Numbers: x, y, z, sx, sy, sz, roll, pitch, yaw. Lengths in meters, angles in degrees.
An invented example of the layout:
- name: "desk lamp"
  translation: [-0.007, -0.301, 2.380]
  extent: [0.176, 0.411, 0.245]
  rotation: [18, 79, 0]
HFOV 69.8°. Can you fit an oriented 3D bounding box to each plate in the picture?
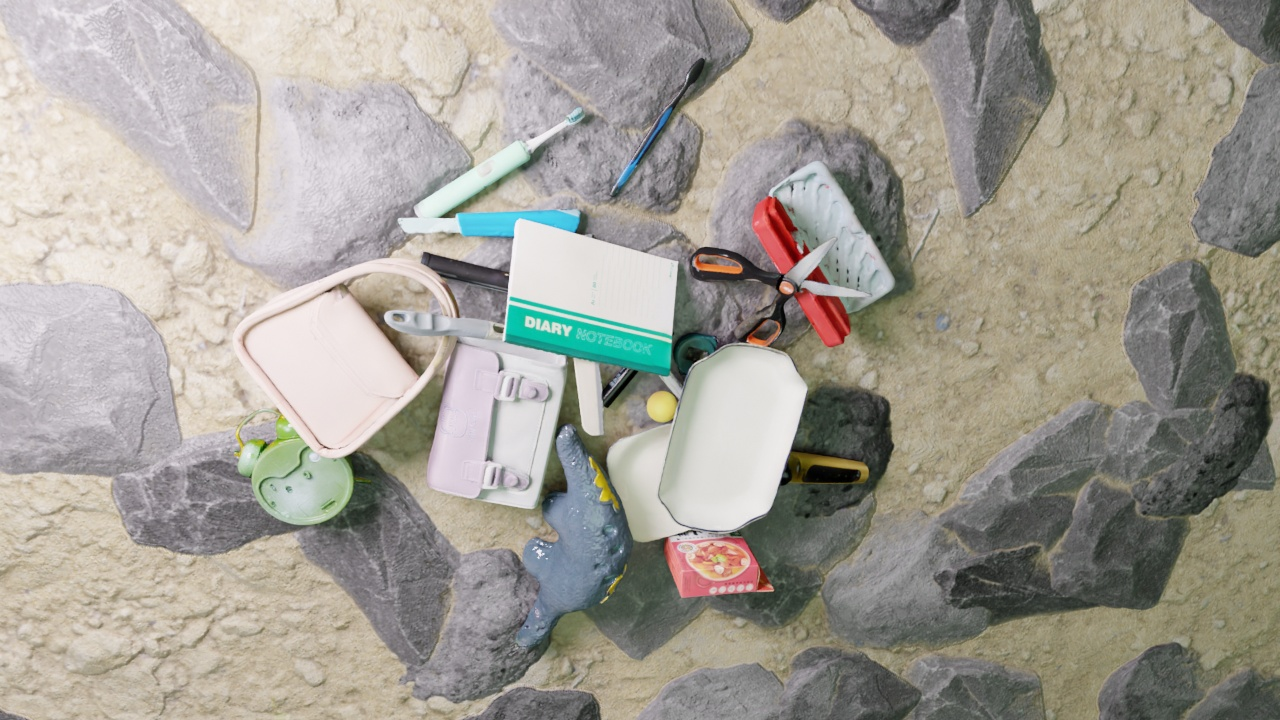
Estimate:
- name: "plate"
  translation: [0.041, 0.154, 1.221]
  extent: [0.164, 0.034, 0.164]
  rotation: [-15, 112, -5]
- name: "plate"
  translation: [0.113, 0.098, 1.171]
  extent: [0.162, 0.034, 0.266]
  rotation: [9, 110, -11]

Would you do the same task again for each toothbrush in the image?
- name: "toothbrush"
  translation: [-0.158, -0.224, 1.046]
  extent: [0.224, 0.027, 0.026]
  rotation: [-32, 84, 2]
- name: "toothbrush"
  translation: [0.018, -0.271, 1.072]
  extent: [0.014, 0.016, 0.190]
  rotation: [28, 106, -28]
- name: "toothbrush"
  translation: [-0.157, -0.092, 1.098]
  extent: [0.212, 0.026, 0.027]
  rotation: [13, 142, -16]

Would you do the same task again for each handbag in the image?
- name: "handbag"
  translation: [-0.176, 0.072, 1.121]
  extent: [0.145, 0.098, 0.197]
  rotation: [10, 107, -8]
- name: "handbag"
  translation: [-0.315, -0.020, 1.041]
  extent: [0.234, 0.093, 0.193]
  rotation: [-32, 108, 9]

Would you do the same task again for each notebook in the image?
- name: "notebook"
  translation: [-0.054, -0.071, 1.072]
  extent: [0.209, 0.012, 0.150]
  rotation: [12, 71, -24]

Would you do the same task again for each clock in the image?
- name: "clock"
  translation: [-0.417, 0.125, 1.112]
  extent: [0.116, 0.056, 0.161]
  rotation: [-37, 112, 4]

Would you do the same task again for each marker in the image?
- name: "marker"
  translation: [0.029, 0.015, 1.162]
  extent: [0.017, 0.017, 0.145]
  rotation: [-38, 124, 4]
- name: "marker"
  translation: [-0.007, 0.007, 1.165]
  extent: [0.022, 0.020, 0.132]
  rotation: [38, 99, -20]

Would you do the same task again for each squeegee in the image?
- name: "squeegee"
  translation: [-0.166, -0.035, 1.033]
  extent: [0.246, 0.039, 0.246]
  rotation: [3, 74, -27]

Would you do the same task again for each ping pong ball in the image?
- name: "ping pong ball"
  translation: [0.028, 0.059, 1.179]
  extent: [0.040, 0.040, 0.040]
  rotation: [-4, 111, -10]

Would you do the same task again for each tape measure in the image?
- name: "tape measure"
  translation: [0.069, -0.007, 1.171]
  extent: [0.054, 0.025, 0.058]
  rotation: [8, 108, -15]

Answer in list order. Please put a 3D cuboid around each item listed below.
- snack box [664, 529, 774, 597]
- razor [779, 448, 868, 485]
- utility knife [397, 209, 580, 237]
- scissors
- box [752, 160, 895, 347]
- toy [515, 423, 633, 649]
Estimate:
- name: "snack box"
  translation: [0.104, 0.266, 1.232]
  extent: [0.127, 0.113, 0.044]
  rotation: [-2, 109, -11]
- name: "razor"
  translation: [0.233, 0.148, 1.243]
  extent: [0.167, 0.067, 0.062]
  rotation: [7, 109, -20]
- name: "utility knife"
  translation: [-0.172, -0.158, 1.060]
  extent: [0.209, 0.018, 0.034]
  rotation: [-3, 115, -18]
- name: "scissors"
  translation: [0.155, -0.085, 1.094]
  extent: [0.231, 0.021, 0.221]
  rotation: [26, 143, 12]
- name: "box"
  translation: [0.228, -0.129, 1.119]
  extent: [0.100, 0.112, 0.201]
  rotation: [-25, 114, 27]
- name: "toy"
  translation: [-0.083, 0.247, 1.194]
  extent: [0.138, 0.091, 0.357]
  rotation: [16, 115, -1]
